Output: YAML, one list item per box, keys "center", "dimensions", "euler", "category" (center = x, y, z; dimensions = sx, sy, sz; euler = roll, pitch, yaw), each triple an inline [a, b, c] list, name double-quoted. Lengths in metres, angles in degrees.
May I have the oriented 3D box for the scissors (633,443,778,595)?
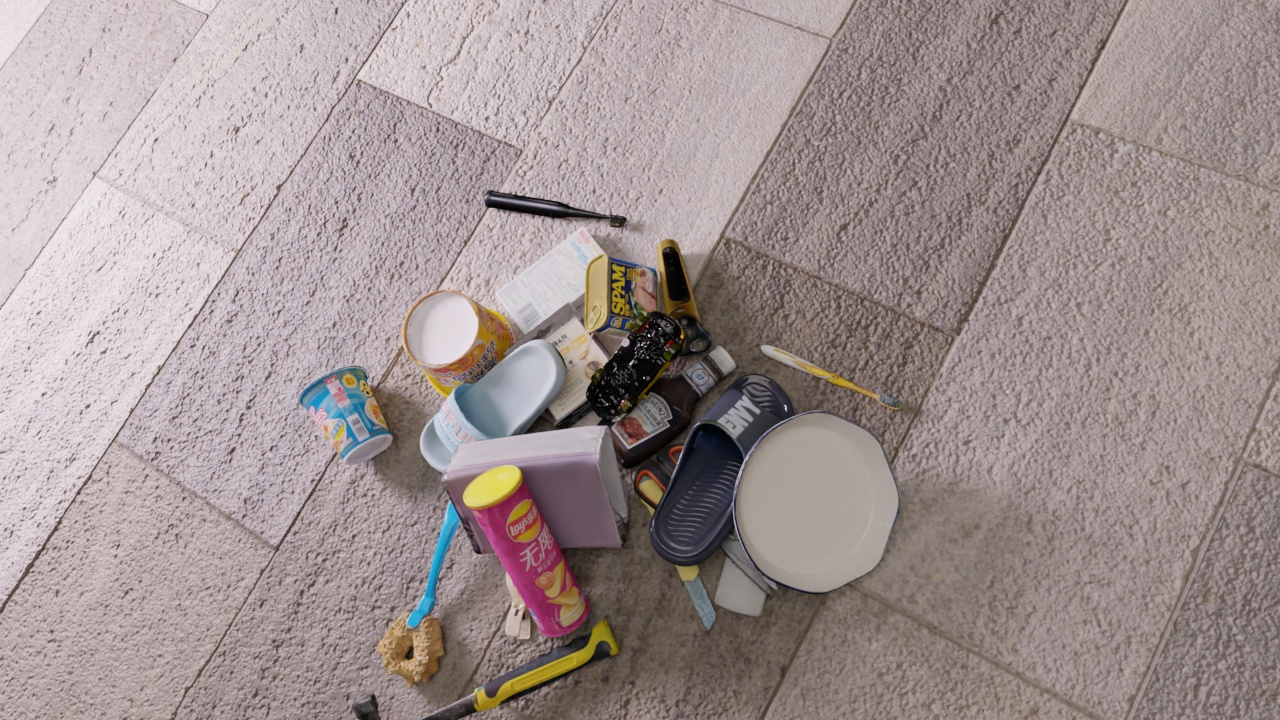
- center: [0.073, 0.204, 1.113]
  dimensions: [0.142, 0.022, 0.234]
  euler: [-18, 59, -2]
  category: "scissors"

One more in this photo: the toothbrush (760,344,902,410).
- center: [0.237, 0.019, 1.153]
  dimensions: [0.191, 0.018, 0.016]
  euler: [25, 78, 18]
  category: "toothbrush"

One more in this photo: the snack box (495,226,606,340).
- center: [-0.114, -0.106, 1.266]
  dimensions: [0.157, 0.027, 0.084]
  euler: [-37, 69, -1]
  category: "snack box"

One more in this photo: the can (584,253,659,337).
- center: [-0.023, -0.081, 1.202]
  dimensions: [0.083, 0.057, 0.102]
  euler: [10, 70, -31]
  category: "can"

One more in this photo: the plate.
- center: [0.198, 0.162, 1.062]
  dimensions: [0.204, 0.045, 0.205]
  euler: [0, 89, -13]
  category: "plate"

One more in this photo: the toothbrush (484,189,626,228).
- center: [-0.121, -0.213, 1.301]
  dimensions: [0.213, 0.026, 0.027]
  euler: [12, 63, 15]
  category: "toothbrush"

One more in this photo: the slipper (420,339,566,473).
- center: [-0.195, 0.065, 1.177]
  dimensions: [0.246, 0.074, 0.104]
  euler: [-40, 74, 21]
  category: "slipper"

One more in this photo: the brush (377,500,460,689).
- center: [-0.264, 0.285, 1.162]
  dimensions: [0.083, 0.046, 0.254]
  euler: [15, 82, 18]
  category: "brush"

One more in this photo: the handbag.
- center: [-0.123, 0.164, 1.131]
  dimensions: [0.197, 0.098, 0.145]
  euler: [-7, 113, 11]
  category: "handbag"

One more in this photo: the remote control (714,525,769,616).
- center: [0.136, 0.230, 1.107]
  dimensions: [0.058, 0.021, 0.150]
  euler: [12, 75, 24]
  category: "remote control"

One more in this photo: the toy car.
- center: [-0.007, 0.007, 1.151]
  dimensions: [0.071, 0.041, 0.156]
  euler: [41, 98, 16]
  category: "toy car"

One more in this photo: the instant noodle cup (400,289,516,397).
- center: [-0.246, -0.026, 1.226]
  dimensions: [0.138, 0.110, 0.138]
  euler: [-4, 71, 10]
  category: "instant noodle cup"

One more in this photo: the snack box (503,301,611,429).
- center: [-0.097, 0.009, 1.212]
  dimensions: [0.113, 0.053, 0.125]
  euler: [-37, 68, -1]
  category: "snack box"

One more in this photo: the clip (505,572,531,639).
- center: [-0.147, 0.295, 1.142]
  dimensions: [0.035, 0.071, 0.100]
  euler: [-4, 66, 10]
  category: "clip"

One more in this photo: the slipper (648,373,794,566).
- center: [0.102, 0.120, 1.099]
  dimensions: [0.111, 0.083, 0.267]
  euler: [27, 67, 18]
  category: "slipper"

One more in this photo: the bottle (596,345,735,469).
- center: [0.037, 0.054, 1.174]
  dimensions: [0.195, 0.044, 0.080]
  euler: [-38, 70, -2]
  category: "bottle"

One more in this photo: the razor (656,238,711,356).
- center: [0.050, -0.086, 1.207]
  dimensions: [0.062, 0.068, 0.167]
  euler: [-11, 64, 0]
  category: "razor"

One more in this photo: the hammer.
- center: [-0.177, 0.405, 1.107]
  dimensions: [0.323, 0.032, 0.126]
  euler: [-24, 89, -1]
  category: "hammer"

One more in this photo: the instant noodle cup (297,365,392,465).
- center: [-0.391, 0.078, 1.239]
  dimensions: [0.099, 0.099, 0.110]
  euler: [-34, 76, 0]
  category: "instant noodle cup"

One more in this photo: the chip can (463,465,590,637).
- center: [-0.130, 0.226, 1.074]
  dimensions: [0.071, 0.211, 0.071]
  euler: [-19, 26, 9]
  category: "chip can"

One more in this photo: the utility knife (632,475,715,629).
- center: [0.043, 0.229, 1.130]
  dimensions: [0.031, 0.022, 0.210]
  euler: [-28, 62, 4]
  category: "utility knife"
